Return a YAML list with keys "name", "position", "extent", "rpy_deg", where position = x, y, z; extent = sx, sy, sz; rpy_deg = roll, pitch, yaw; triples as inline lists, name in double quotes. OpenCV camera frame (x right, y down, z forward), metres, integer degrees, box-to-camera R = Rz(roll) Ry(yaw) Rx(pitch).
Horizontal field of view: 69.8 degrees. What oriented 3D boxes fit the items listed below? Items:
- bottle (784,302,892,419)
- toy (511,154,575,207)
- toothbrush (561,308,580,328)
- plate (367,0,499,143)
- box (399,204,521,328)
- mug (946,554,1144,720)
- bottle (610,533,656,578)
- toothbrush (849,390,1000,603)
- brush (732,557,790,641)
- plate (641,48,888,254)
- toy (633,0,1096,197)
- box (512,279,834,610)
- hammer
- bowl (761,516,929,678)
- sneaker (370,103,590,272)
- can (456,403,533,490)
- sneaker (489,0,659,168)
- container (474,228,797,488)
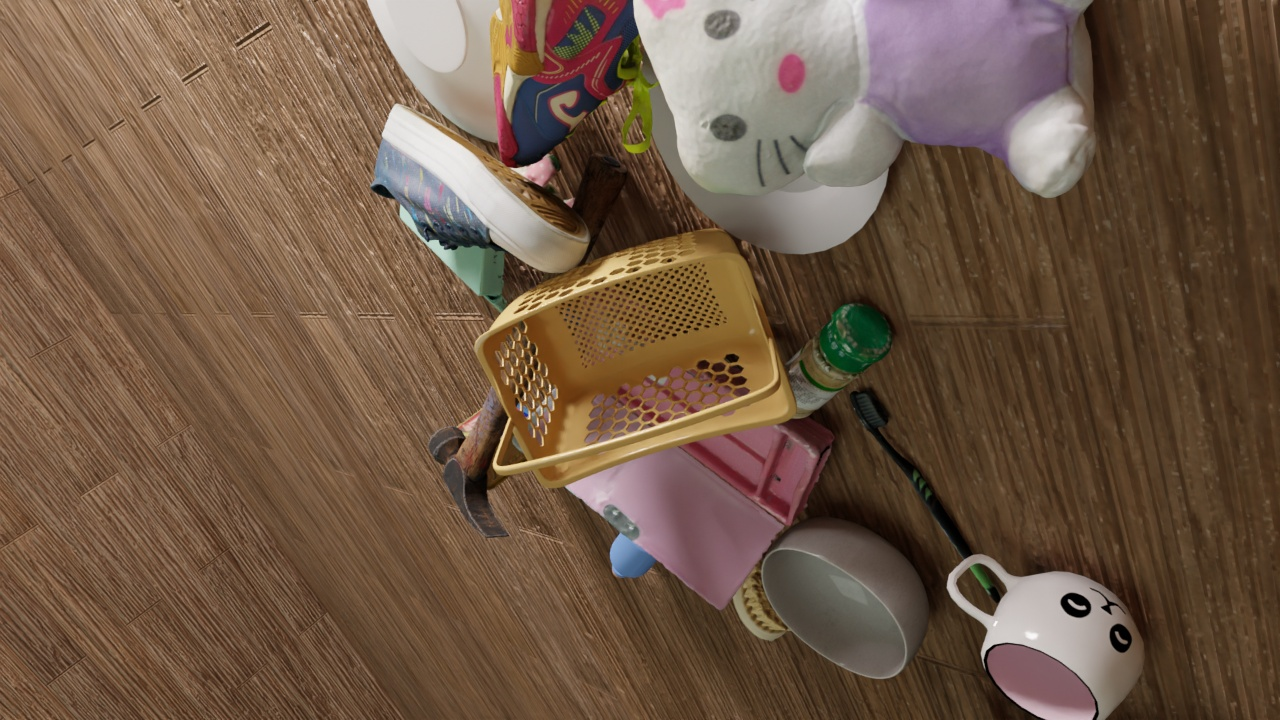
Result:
- name: "bottle"
  position: [0.123, 0.004, 0.614]
  extent: [0.042, 0.042, 0.110]
  rpy_deg: [45, 148, 7]
- name: "toy"
  position: [-0.084, -0.117, 0.738]
  extent: [0.113, 0.050, 0.087]
  rpy_deg: [-22, 106, 50]
- name: "toothbrush"
  position: [-0.028, -0.012, 0.803]
  extent: [0.190, 0.017, 0.016]
  rpy_deg: [34, 142, 23]
- name: "plate"
  position: [-0.149, -0.261, 0.676]
  extent: [0.229, 0.030, 0.230]
  rpy_deg: [31, 144, 26]
- name: "box"
  position: [-0.157, -0.097, 0.810]
  extent: [0.187, 0.056, 0.138]
  rpy_deg: [40, 147, 47]
- name: "mug"
  position: [0.258, 0.170, 0.592]
  extent: [0.124, 0.076, 0.090]
  rpy_deg: [38, 146, 18]
- name: "bottle"
  position: [-0.006, 0.202, 0.969]
  extent: [0.048, 0.047, 0.131]
  rpy_deg: [43, 147, 10]
- name: "toothbrush"
  position: [0.203, 0.096, 0.640]
  extent: [0.188, 0.014, 0.017]
  rpy_deg: [54, 140, -7]
- name: "brush"
  position: [0.046, 0.167, 0.874]
  extent: [0.272, 0.061, 0.077]
  rpy_deg: [34, 129, 30]
- name: "plate"
  position: [0.073, -0.143, 0.542]
  extent: [0.173, 0.019, 0.173]
  rpy_deg: [31, 144, 26]
- name: "toy"
  position: [0.099, -0.144, 0.422]
  extent: [0.210, 0.085, 0.138]
  rpy_deg: [7, 120, 28]
- name: "box"
  position: [0.025, 0.060, 0.732]
  extent: [0.233, 0.075, 0.173]
  rpy_deg: [37, 109, 23]
- name: "hammer"
  position: [-0.085, -0.008, 0.726]
  extent: [0.120, 0.033, 0.331]
  rpy_deg: [51, 125, 35]
- name: "bowl"
  position: [0.166, 0.177, 0.720]
  extent: [0.132, 0.064, 0.132]
  rpy_deg: [31, 144, 26]
- name: "sneaker"
  position: [-0.125, -0.111, 0.671]
  extent: [0.235, 0.087, 0.079]
  rpy_deg: [39, 104, 38]
- name: "can"
  position: [-0.153, 0.086, 0.980]
  extent: [0.059, 0.099, 0.054]
  rpy_deg: [26, 140, 37]
- name: "sneaker"
  position: [-0.043, -0.175, 0.574]
  extent: [0.242, 0.091, 0.116]
  rpy_deg: [161, 102, -77]
- name: "container"
  position: [-0.004, 0.003, 0.598]
  extent: [0.183, 0.166, 0.129]
  rpy_deg: [-17, 116, 13]
